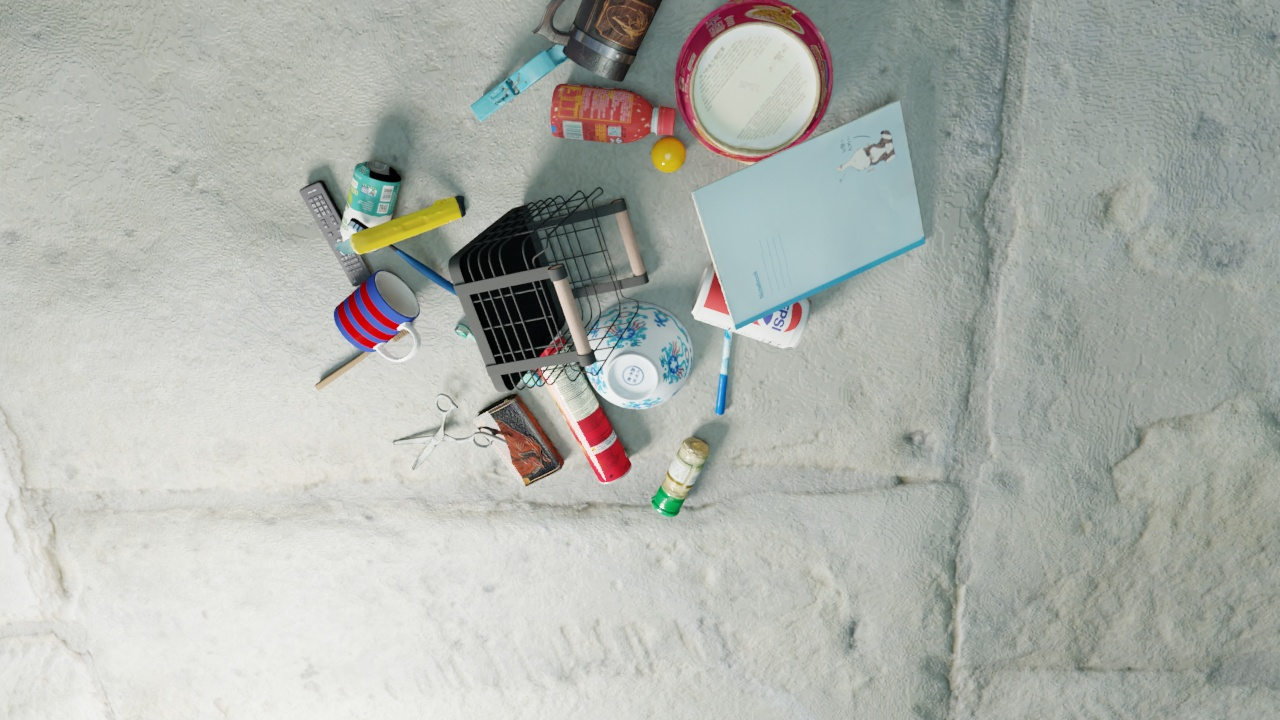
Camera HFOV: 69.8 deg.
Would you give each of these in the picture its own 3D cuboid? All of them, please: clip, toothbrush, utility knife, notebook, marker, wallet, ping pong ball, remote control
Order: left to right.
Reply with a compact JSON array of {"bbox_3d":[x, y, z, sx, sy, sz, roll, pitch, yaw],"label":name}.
[{"bbox_3d":[-0.378,-0.158,1.148,0.032,0.015,0.136,-18,114,13],"label":"remote control"},{"bbox_3d":[-0.369,-0.003,1.216,0.167,0.016,0.016,-31,107,17],"label":"toothbrush"},{"bbox_3d":[-0.283,-0.160,1.091,0.164,0.017,0.030,-26,106,-26],"label":"utility knife"},{"bbox_3d":[-0.284,-0.123,1.120,0.167,0.014,0.014,36,77,-36],"label":"toothbrush"},{"bbox_3d":[-0.186,-0.005,1.196,0.135,0.017,0.022,36,112,-10],"label":"toothbrush"},{"bbox_3d":[-0.164,0.109,1.243,0.072,0.019,0.123,-27,109,21],"label":"wallet"},{"bbox_3d":[-0.126,-0.325,1.042,0.130,0.120,0.031,-17,118,46],"label":"clip"},{"bbox_3d":[0.032,-0.237,1.056,0.040,0.040,0.040,2,114,5],"label":"ping pong ball"},{"bbox_3d":[0.108,0.005,1.173,0.013,0.013,0.142,6,114,3],"label":"marker"},{"bbox_3d":[0.196,-0.159,1.030,0.253,0.009,0.181,-25,121,-6],"label":"notebook"}]

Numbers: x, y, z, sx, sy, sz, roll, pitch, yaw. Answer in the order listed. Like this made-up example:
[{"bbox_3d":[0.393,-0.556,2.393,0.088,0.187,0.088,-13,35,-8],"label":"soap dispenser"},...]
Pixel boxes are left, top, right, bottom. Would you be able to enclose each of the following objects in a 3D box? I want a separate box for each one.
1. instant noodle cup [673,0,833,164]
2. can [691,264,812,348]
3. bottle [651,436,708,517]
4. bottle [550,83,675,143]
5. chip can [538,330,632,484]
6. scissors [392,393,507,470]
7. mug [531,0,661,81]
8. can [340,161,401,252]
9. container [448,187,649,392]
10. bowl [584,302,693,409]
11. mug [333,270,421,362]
[{"bbox_3d":[0.123,-0.298,0.999,0.179,0.077,0.179,2,114,5],"label":"instant noodle cup"},{"bbox_3d":[0.133,-0.065,1.107,0.132,0.070,0.070,18,115,-3],"label":"can"},{"bbox_3d":[0.053,0.156,1.231,0.043,0.043,0.111,23,113,-5],"label":"bottle"},{"bbox_3d":[-0.030,-0.275,1.034,0.137,0.061,0.062,7,115,3],"label":"bottle"},{"bbox_3d":[-0.079,0.062,1.196,0.052,0.051,0.215,-22,110,15],"label":"chip can"},{"bbox_3d":[-0.260,0.110,1.248,0.162,0.014,0.142,21,121,4],"label":"scissors"},{"bbox_3d":[-0.045,-0.370,0.975,0.115,0.080,0.107,15,118,-26],"label":"mug"},{"bbox_3d":[-0.327,-0.185,1.108,0.055,0.054,0.102,21,115,-4],"label":"can"},{"bbox_3d":[-0.092,-0.085,1.035,0.130,0.240,0.163,-9,113,20],"label":"container"},{"bbox_3d":[-0.007,0.007,1.151,0.144,0.074,0.144,2,114,5],"label":"bowl"},{"bbox_3d":[-0.321,-0.046,1.151,0.076,0.074,0.112,-36,81,19],"label":"mug"}]
